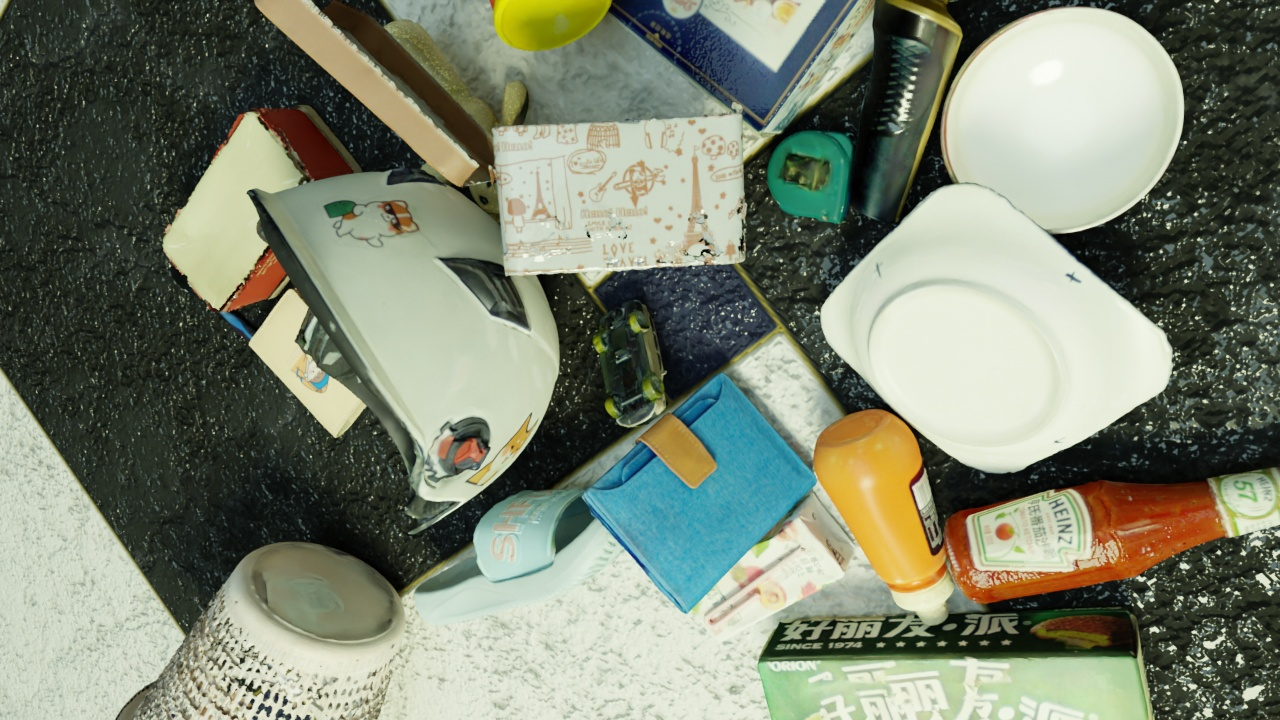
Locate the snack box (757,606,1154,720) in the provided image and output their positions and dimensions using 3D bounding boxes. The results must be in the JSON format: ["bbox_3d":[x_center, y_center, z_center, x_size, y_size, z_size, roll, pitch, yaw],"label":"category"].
[{"bbox_3d":[0.207,0.233,0.610,0.241,0.063,0.114,-10,100,27],"label":"snack box"}]

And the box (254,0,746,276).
[{"bbox_3d":[-0.070,-0.124,0.529,0.273,0.178,0.126,20,102,-7],"label":"box"}]

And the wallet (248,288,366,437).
[{"bbox_3d":[-0.277,-0.002,0.789,0.115,0.024,0.087,46,111,7],"label":"wallet"}]

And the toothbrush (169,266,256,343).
[{"bbox_3d":[-0.354,-0.026,0.828,0.189,0.016,0.014,39,108,7],"label":"toothbrush"}]

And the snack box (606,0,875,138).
[{"bbox_3d":[0.063,-0.260,0.540,0.178,0.045,0.183,42,118,9],"label":"snack box"}]

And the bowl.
[{"bbox_3d":[0.224,-0.129,0.494,0.114,0.062,0.113,8,110,22],"label":"bowl"}]

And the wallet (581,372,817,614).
[{"bbox_3d":[0.041,0.085,0.614,0.106,0.132,0.040,49,159,4],"label":"wallet"}]

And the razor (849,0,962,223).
[{"bbox_3d":[0.151,-0.153,0.515,0.062,0.067,0.168,34,137,32],"label":"razor"}]

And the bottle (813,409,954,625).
[{"bbox_3d":[0.166,0.107,0.596,0.067,0.066,0.149,-19,104,28],"label":"bottle"}]

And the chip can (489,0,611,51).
[{"bbox_3d":[-0.083,-0.295,0.549,0.073,0.073,0.216,-28,73,29],"label":"chip can"}]

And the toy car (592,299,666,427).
[{"bbox_3d":[-0.004,0.004,0.636,0.042,0.035,0.090,-30,56,33],"label":"toy car"}]

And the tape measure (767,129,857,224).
[{"bbox_3d":[0.107,-0.116,0.574,0.054,0.025,0.058,12,109,21],"label":"tape measure"}]

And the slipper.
[{"bbox_3d":[-0.092,0.141,0.706,0.246,0.103,0.074,-27,91,35],"label":"slipper"}]

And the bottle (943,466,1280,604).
[{"bbox_3d":[0.285,0.096,0.534,0.207,0.059,0.060,-20,96,29],"label":"bottle"}]

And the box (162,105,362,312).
[{"bbox_3d":[-0.314,-0.121,0.740,0.169,0.079,0.091,-41,86,28],"label":"box"}]

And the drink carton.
[{"bbox_3d":[0.087,0.151,0.652,0.123,0.045,0.053,-39,88,30],"label":"drink carton"}]

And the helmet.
[{"bbox_3d":[-0.139,-0.023,0.619,0.230,0.156,0.275,51,157,24],"label":"helmet"}]

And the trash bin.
[{"bbox_3d":[-0.310,0.276,0.798,0.227,0.227,0.192,32,103,14],"label":"trash bin"}]

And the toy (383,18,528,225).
[{"bbox_3d":[-0.129,-0.168,0.647,0.105,0.066,0.157,-40,94,12],"label":"toy"}]

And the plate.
[{"bbox_3d":[0.189,-0.004,0.528,0.163,0.034,0.165,42,142,5],"label":"plate"}]
